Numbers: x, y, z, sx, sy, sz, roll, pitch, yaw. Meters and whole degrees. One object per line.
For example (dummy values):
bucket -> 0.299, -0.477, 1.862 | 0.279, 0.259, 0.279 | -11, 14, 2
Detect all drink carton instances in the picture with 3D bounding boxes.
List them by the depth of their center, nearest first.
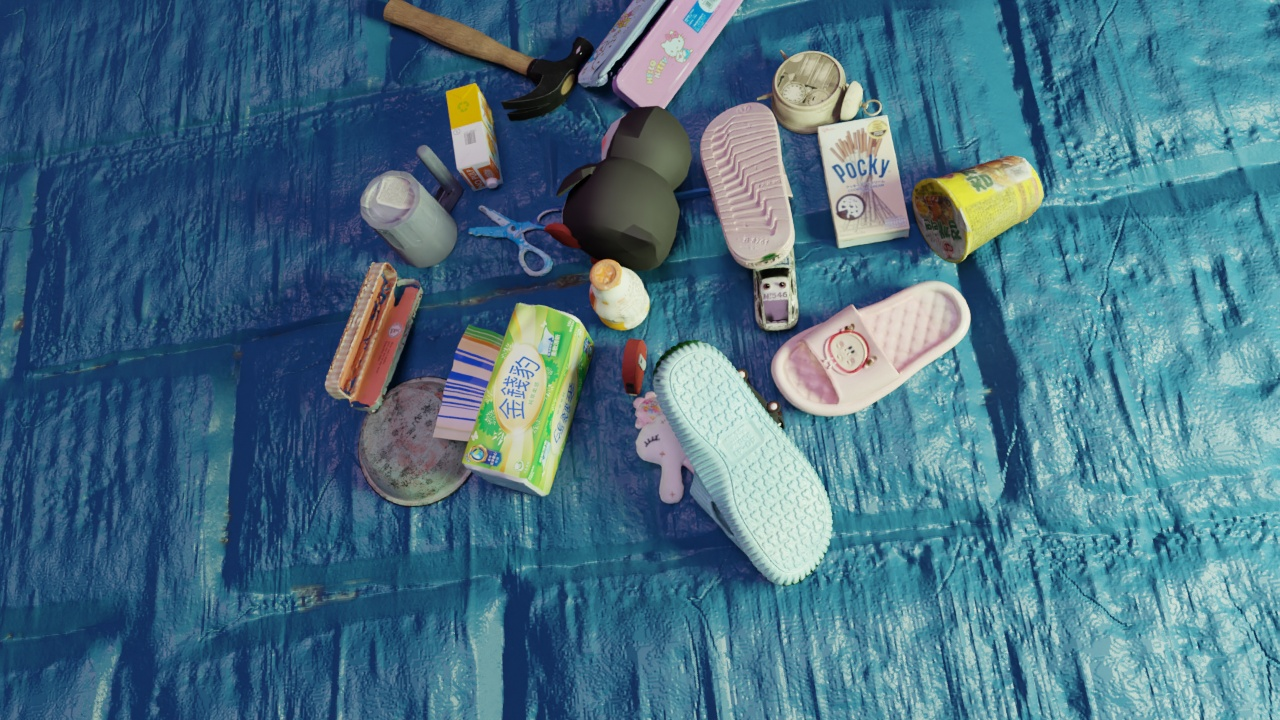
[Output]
drink carton -> -0.210, -0.280, 1.163 | 0.040, 0.058, 0.122 | -14, 70, 7

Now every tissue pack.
tissue pack -> -0.151, 0.037, 1.022 | 0.141, 0.120, 0.197 | 13, 69, 12

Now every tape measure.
tape measure -> -0.006, 0.006, 1.033 | 0.019, 0.051, 0.059 | 6, 73, 13

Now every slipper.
slipper -> 0.102, 0.104, 0.957 | 0.116, 0.069, 0.276 | -34, 93, -13
slipper -> 0.249, -0.014, 0.986 | 0.221, 0.056, 0.106 | -26, 71, 1
slipper -> 0.127, -0.196, 1.065 | 0.094, 0.064, 0.238 | -13, 57, 11

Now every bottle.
bottle -> -0.028, -0.077, 1.033 | 0.063, 0.109, 0.063 | -4, 72, 11

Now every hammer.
hammer -> -0.222, -0.418, 1.225 | 0.305, 0.040, 0.132 | 27, 76, 19

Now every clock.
clock -> 0.218, -0.318, 1.090 | 0.141, 0.054, 0.093 | 22, 78, 20

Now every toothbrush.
toothbrush -> 0.003, -0.188, 1.113 | 0.167, 0.016, 0.014 | -9, 73, 8

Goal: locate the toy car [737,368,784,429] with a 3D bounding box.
toy car -> 0.119, 0.044, 1.000 | 0.037, 0.040, 0.092 | -43, 72, -4

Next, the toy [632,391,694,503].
toy -> 0.032, 0.089, 1.005 | 0.076, 0.037, 0.125 | -24, 76, -5

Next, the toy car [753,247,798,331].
toy car -> 0.151, -0.088, 1.037 | 0.048, 0.040, 0.112 | -5, 71, 9

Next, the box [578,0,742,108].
box -> 0.021, -0.418, 1.163 | 0.140, 0.062, 0.214 | 31, 81, 22

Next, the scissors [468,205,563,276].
scissors -> -0.147, -0.169, 1.141 | 0.140, 0.013, 0.113 | 36, 83, 21

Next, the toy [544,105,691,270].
toy -> 0.000, -0.201, 1.036 | 0.140, 0.159, 0.184 | 6, 71, 52

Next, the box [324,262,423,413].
box -> -0.314, -0.032, 1.085 | 0.076, 0.055, 0.186 | 20, 60, -16

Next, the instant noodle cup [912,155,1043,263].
instant noodle cup -> 0.368, -0.171, 0.995 | 0.108, 0.102, 0.102 | -25, 69, -7

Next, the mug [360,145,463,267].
mug -> -0.272, -0.189, 1.123 | 0.084, 0.104, 0.123 | 26, 80, 19

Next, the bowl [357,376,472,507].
bowl -> -0.263, 0.089, 1.066 | 0.157, 0.038, 0.157 | -4, 72, 11

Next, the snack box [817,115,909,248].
snack box -> 0.257, -0.208, 1.062 | 0.082, 0.026, 0.150 | -9, 72, 9
